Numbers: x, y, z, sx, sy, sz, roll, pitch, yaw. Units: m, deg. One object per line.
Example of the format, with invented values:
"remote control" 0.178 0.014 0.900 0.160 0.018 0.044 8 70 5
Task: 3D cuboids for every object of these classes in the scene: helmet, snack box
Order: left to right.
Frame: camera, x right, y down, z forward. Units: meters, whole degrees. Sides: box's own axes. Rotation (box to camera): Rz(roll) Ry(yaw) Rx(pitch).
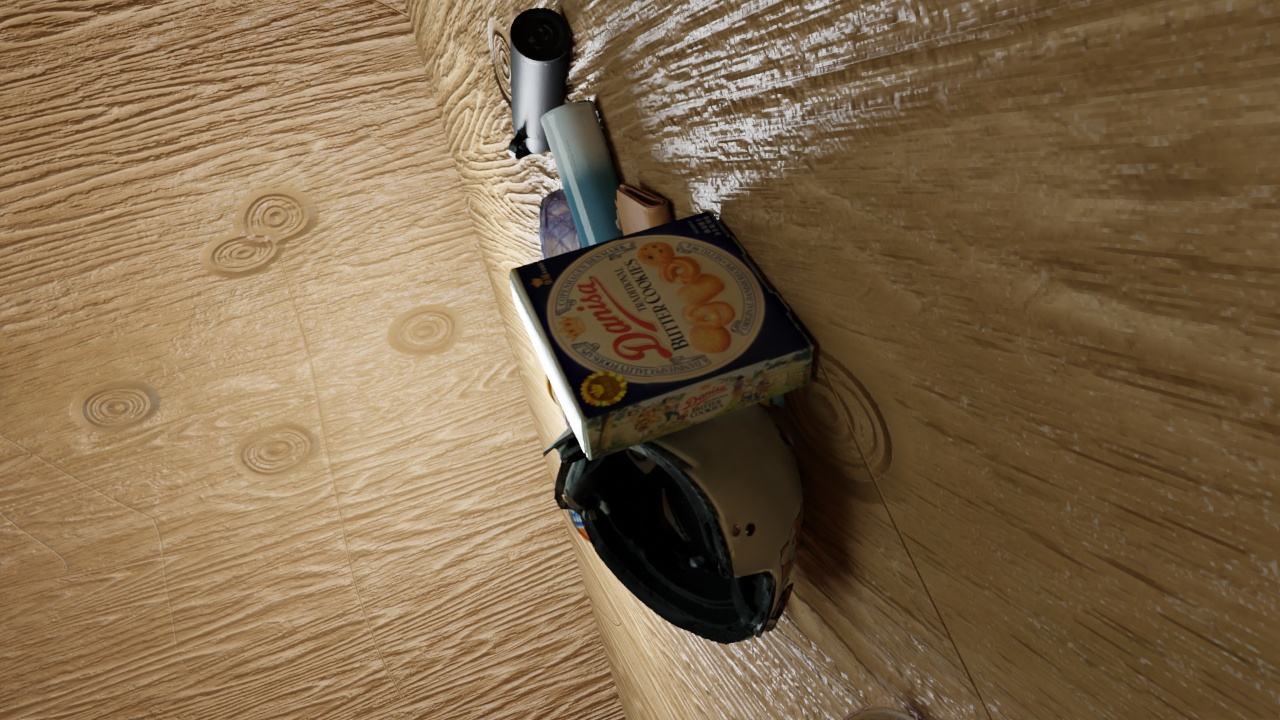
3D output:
"snack box" 0.012 -0.028 0.710 0.046 0.182 0.177 86 161 -46
"helmet" 0.048 0.112 0.794 0.230 0.156 0.274 28 152 28

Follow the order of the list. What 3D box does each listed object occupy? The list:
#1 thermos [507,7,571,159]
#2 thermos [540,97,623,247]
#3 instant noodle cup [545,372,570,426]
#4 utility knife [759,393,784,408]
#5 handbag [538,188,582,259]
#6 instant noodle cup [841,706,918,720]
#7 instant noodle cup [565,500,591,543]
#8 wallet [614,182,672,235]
"thermos" -0.132 -0.326 1.135 0.068 0.089 0.243 28 164 0
"thermos" -0.049 -0.178 1.034 0.070 0.070 0.220 169 83 -78
"instant noodle cup" -0.067 0.050 1.286 0.114 0.118 0.119 -113 11 -54
"utility knife" 0.091 0.017 0.820 0.181 0.015 0.033 -150 39 -72
"handbag" -0.092 -0.120 1.256 0.194 0.075 0.134 86 178 -47
"instant noodle cup" 0.180 0.325 0.693 0.111 0.111 0.099 -125 29 -53
"instant noodle cup" -0.017 0.190 1.264 0.112 0.151 0.151 -20 89 70
"wallet" 0.012 -0.110 0.946 0.108 0.031 0.132 -137 30 -59
